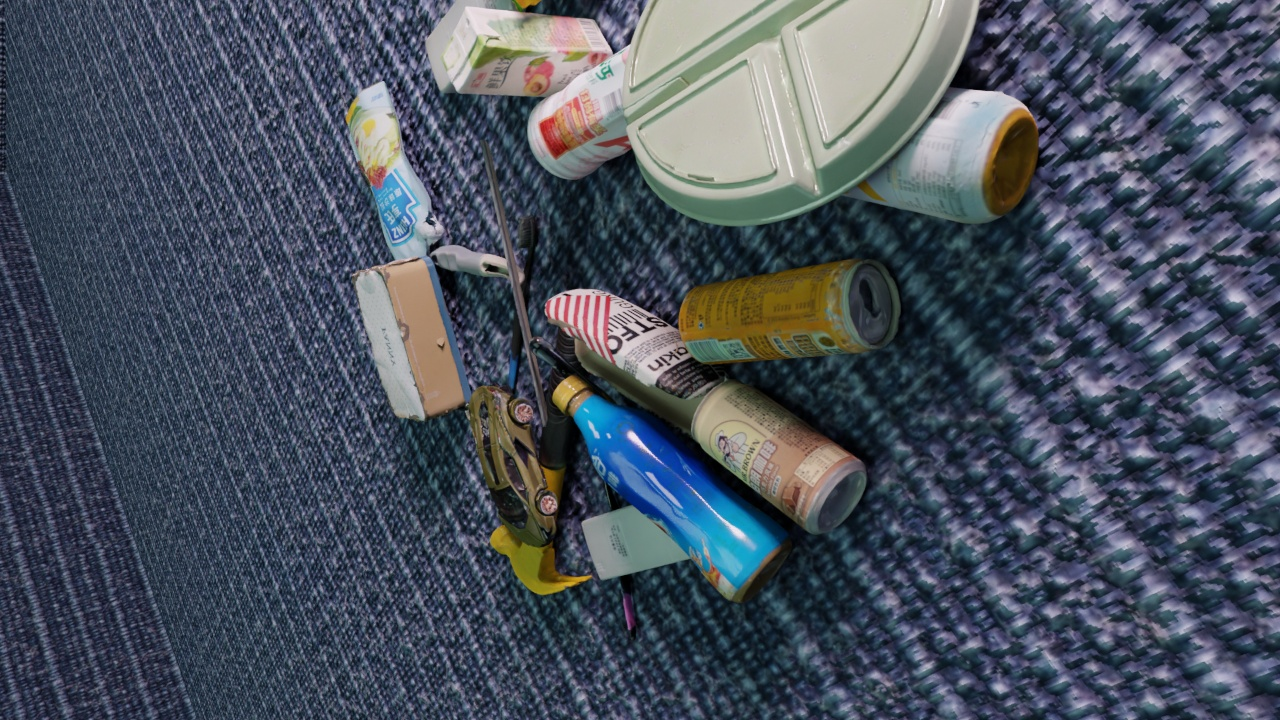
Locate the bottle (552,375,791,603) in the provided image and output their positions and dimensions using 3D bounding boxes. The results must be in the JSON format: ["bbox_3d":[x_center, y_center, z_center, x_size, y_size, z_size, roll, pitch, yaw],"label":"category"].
[{"bbox_3d":[0.015,0.087,0.697,0.219,0.065,0.065,41,129,24],"label":"bottle"}]

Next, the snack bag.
[{"bbox_3d":[-0.266,-0.191,0.987,0.111,0.038,0.191,-28,80,42],"label":"snack bag"}]

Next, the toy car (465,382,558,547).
[{"bbox_3d":[-0.118,0.098,0.844,0.070,0.042,0.158,-23,85,50],"label":"toy car"}]

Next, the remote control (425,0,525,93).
[{"bbox_3d":[-0.152,-0.304,0.837,0.150,0.021,0.058,-24,81,49],"label":"remote control"}]

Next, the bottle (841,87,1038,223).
[{"bbox_3d":[0.128,-0.128,0.531,0.190,0.067,0.068,25,118,43],"label":"bottle"}]

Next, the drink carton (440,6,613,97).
[{"bbox_3d":[-0.087,-0.236,0.705,0.054,0.122,0.045,-43,66,46],"label":"drink carton"}]

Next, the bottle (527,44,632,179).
[{"bbox_3d":[-0.002,-0.195,0.666,0.197,0.068,0.068,-18,86,46],"label":"bottle"}]

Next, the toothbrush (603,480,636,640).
[{"bbox_3d":[-0.017,0.158,0.815,0.018,0.014,0.189,-4,98,40],"label":"toothbrush"}]

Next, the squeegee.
[{"bbox_3d":[-0.147,-0.086,0.864,0.247,0.039,0.247,23,127,59],"label":"squeegee"}]

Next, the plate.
[{"bbox_3d":[0.077,-0.188,0.529,0.231,0.027,0.229,-14,66,35],"label":"plate"}]

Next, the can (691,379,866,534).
[{"bbox_3d":[0.093,0.064,0.629,0.116,0.058,0.059,37,126,37],"label":"can"}]

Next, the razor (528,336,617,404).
[{"bbox_3d":[-0.040,0.031,0.770,0.142,0.022,0.043,45,129,-2],"label":"razor"}]

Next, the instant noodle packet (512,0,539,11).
[{"bbox_3d":[-0.091,-0.324,0.712,0.128,0.110,0.044,37,162,34],"label":"instant noodle packet"}]

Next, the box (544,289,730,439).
[{"bbox_3d":[-0.004,0.005,0.712,0.162,0.075,0.086,28,133,33],"label":"box"}]

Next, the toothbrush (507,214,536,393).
[{"bbox_3d":[-0.117,-0.048,0.871,0.014,0.016,0.190,39,128,43],"label":"toothbrush"}]

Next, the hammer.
[{"bbox_3d":[-0.080,0.092,0.854,0.129,0.032,0.301,34,124,38],"label":"hammer"}]

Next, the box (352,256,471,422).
[{"bbox_3d":[-0.240,-0.016,0.971,0.090,0.062,0.184,3,112,49],"label":"box"}]

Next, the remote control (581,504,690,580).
[{"bbox_3d":[0.006,0.146,0.768,0.135,0.019,0.056,-26,81,41],"label":"remote control"}]

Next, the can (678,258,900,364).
[{"bbox_3d":[0.093,-0.030,0.604,0.146,0.058,0.058,-5,96,49],"label":"can"}]
